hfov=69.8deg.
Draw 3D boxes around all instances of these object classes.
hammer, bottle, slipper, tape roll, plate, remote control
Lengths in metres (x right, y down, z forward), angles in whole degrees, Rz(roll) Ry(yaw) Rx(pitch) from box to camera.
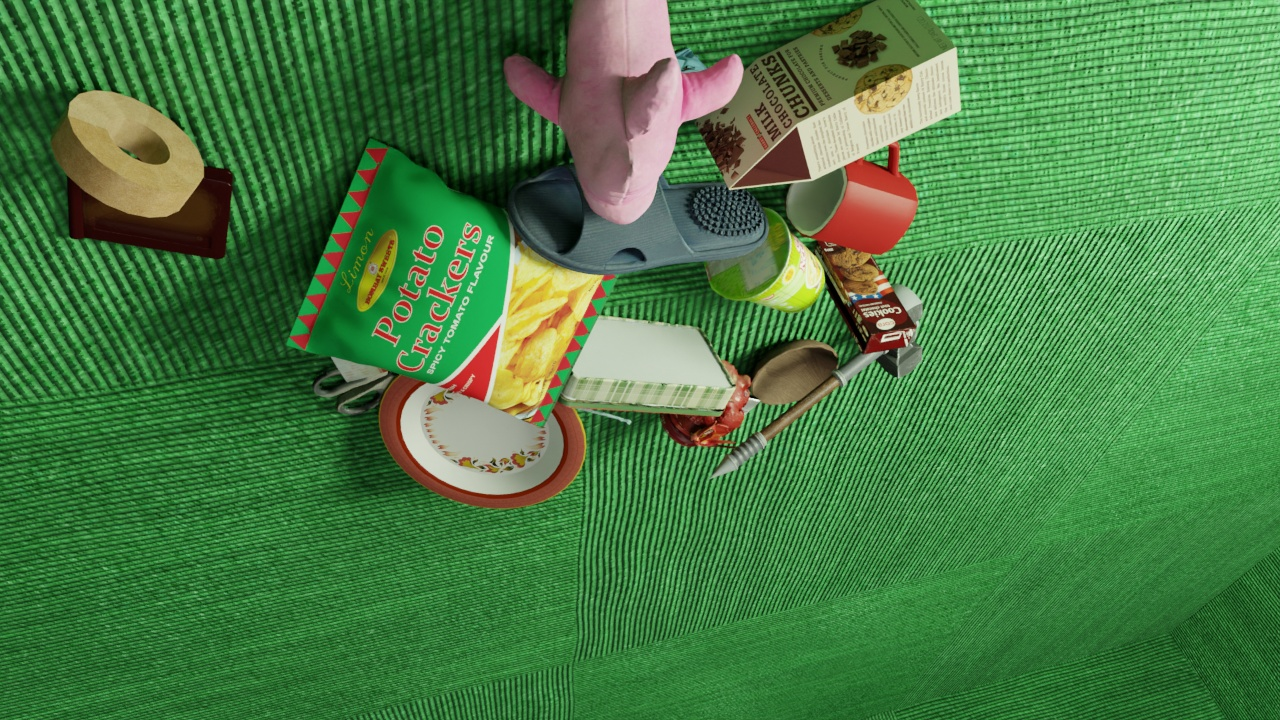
[{"bbox_3d":[0.212,0.044,1.118,0.322,0.043,0.156,-37,144,-9],"label":"hammer"},{"bbox_3d":[0.083,0.057,1.110,0.098,0.098,0.111,10,142,-34],"label":"bottle"},{"bbox_3d":[0.015,-0.138,0.825,0.263,0.101,0.083,-4,158,-27],"label":"slipper"},{"bbox_3d":[-0.365,-0.147,0.656,0.027,0.094,0.094,-40,139,24],"label":"tape roll"},{"bbox_3d":[-0.173,0.079,1.016,0.230,0.021,0.230,3,129,4],"label":"plate"},{"bbox_3d":[0.115,0.072,1.192,0.028,0.011,0.124,12,150,-17],"label":"remote control"}]

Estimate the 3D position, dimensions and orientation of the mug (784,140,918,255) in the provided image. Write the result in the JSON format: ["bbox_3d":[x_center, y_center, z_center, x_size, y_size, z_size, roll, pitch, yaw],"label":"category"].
[{"bbox_3d":[0.217,-0.168,0.905,0.096,0.080,0.117,8,128,-32],"label":"mug"}]

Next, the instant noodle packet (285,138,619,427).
[{"bbox_3d":[-0.159,-0.058,0.830,0.252,0.090,0.196,21,105,-26],"label":"instant noodle packet"}]

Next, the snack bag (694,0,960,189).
[{"bbox_3d":[0.155,-0.223,0.793,0.206,0.094,0.070,-25,143,7],"label":"snack bag"}]

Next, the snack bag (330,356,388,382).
[{"bbox_3d":[-0.200,-0.038,0.915,0.225,0.041,0.078,-17,145,-6],"label":"snack bag"}]

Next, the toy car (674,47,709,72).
[{"bbox_3d":[0.016,-0.216,0.795,0.108,0.027,0.060,-37,140,22],"label":"toy car"}]

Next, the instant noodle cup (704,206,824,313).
[{"bbox_3d":[0.137,-0.096,0.955,0.099,0.098,0.107,-39,147,24],"label":"instant noodle cup"}]

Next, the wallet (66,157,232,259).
[{"bbox_3d":[-0.393,-0.125,0.737,0.115,0.018,0.092,5,137,-26],"label":"wallet"}]

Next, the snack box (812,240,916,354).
[{"bbox_3d":[0.236,-0.073,0.981,0.051,0.140,0.032,-10,142,-13],"label":"snack box"}]

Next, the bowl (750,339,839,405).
[{"bbox_3d":[0.190,0.009,1.156,0.117,0.030,0.118,-12,143,-9],"label":"bowl"}]

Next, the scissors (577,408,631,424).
[{"bbox_3d":[-0.094,0.049,1.043,0.172,0.021,0.172,18,159,-2],"label":"scissors"}]

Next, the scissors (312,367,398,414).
[{"bbox_3d":[-0.261,0.016,0.979,0.169,0.012,0.133,-8,144,-19],"label":"scissors"}]

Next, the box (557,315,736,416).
[{"bbox_3d":[-0.006,0.006,0.992,0.205,0.117,0.050,3,131,-30],"label":"box"}]

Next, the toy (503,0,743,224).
[{"bbox_3d":[-0.008,-0.216,0.675,0.186,0.127,0.266,-3,120,-6],"label":"toy"}]
